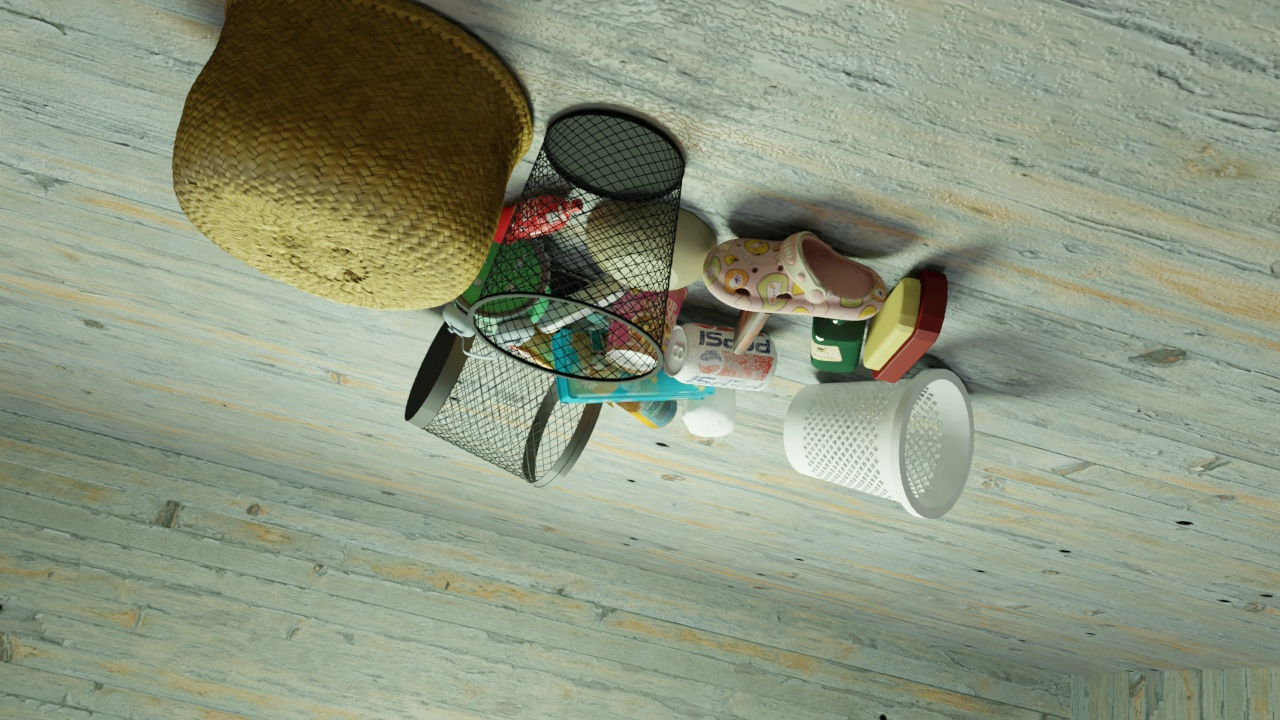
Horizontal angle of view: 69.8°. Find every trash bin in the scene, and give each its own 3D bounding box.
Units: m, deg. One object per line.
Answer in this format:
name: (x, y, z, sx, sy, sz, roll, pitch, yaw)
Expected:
trash bin: (-0.047, -0.111, 0.881, 0.184, 0.209, 0.184, 11, 158, 4)
trash bin: (-0.203, 0.049, 1.361, 0.227, 0.217, 0.218, 26, 155, -21)
trash bin: (0.317, 0.104, 1.259, 0.200, 0.195, 0.195, 3, 158, 46)

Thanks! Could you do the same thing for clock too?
clock: (-0.172, -0.079, 1.092, 0.122, 0.161, 0.075, 12, 159, 1)

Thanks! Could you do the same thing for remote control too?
remote control: (-0.072, -0.072, 1.137, 0.137, 0.043, 0.013, -25, 129, 23)

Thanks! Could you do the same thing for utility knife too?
utility knife: (-0.083, -0.073, 1.254, 0.022, 0.015, 0.126, -38, 135, 22)

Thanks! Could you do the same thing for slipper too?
slipper: (0.166, -0.101, 0.972, 0.197, 0.093, 0.082, 10, 138, 3)

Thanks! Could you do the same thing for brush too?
brush: (0.294, -0.037, 1.039, 0.042, 0.082, 0.174, 13, 158, 0)

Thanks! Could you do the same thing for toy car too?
toy car: (-0.095, -0.094, 1.183, 0.113, 0.039, 0.039, 21, 178, -21)

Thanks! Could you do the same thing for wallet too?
wallet: (0.137, -0.061, 1.085, 0.019, 0.072, 0.123, 14, 157, -4)

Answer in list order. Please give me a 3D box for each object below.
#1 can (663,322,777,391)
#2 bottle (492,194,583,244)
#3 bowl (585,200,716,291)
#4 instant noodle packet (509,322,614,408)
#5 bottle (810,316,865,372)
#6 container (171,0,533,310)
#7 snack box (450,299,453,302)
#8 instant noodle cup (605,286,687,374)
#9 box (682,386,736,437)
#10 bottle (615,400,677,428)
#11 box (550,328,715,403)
can: (0.104, -0.005, 1.193, 0.136, 0.078, 0.078, 7, 162, -26)
bottle: (-0.118, -0.160, 1.026, 0.142, 0.041, 0.042, -7, 151, 40)
bowl: (0.008, -0.120, 1.040, 0.152, 0.050, 0.152, 11, 158, 4)
instant noodle packet: (-0.129, -0.030, 1.236, 0.032, 0.159, 0.220, -42, 134, 14)
bottle: (0.236, -0.039, 1.095, 0.061, 0.061, 0.131, 6, 157, 11)
container: (-0.271, -0.178, 0.871, 0.307, 0.196, 0.307, 10, 159, 4)
snack box: (-0.288, -0.121, 1.240, 0.133, 0.021, 0.089, 25, 156, -26)
instant noodle cup: (0.001, -0.046, 1.147, 0.098, 0.108, 0.098, 11, 157, 4)
box: (0.071, 0.048, 1.345, 0.142, 0.139, 0.083, -14, 135, 21)
bottle: (-0.008, 0.048, 1.432, 0.068, 0.067, 0.157, -3, 153, 34)
box: (-0.008, 0.007, 1.203, 0.226, 0.094, 0.041, 0, 164, -32)
